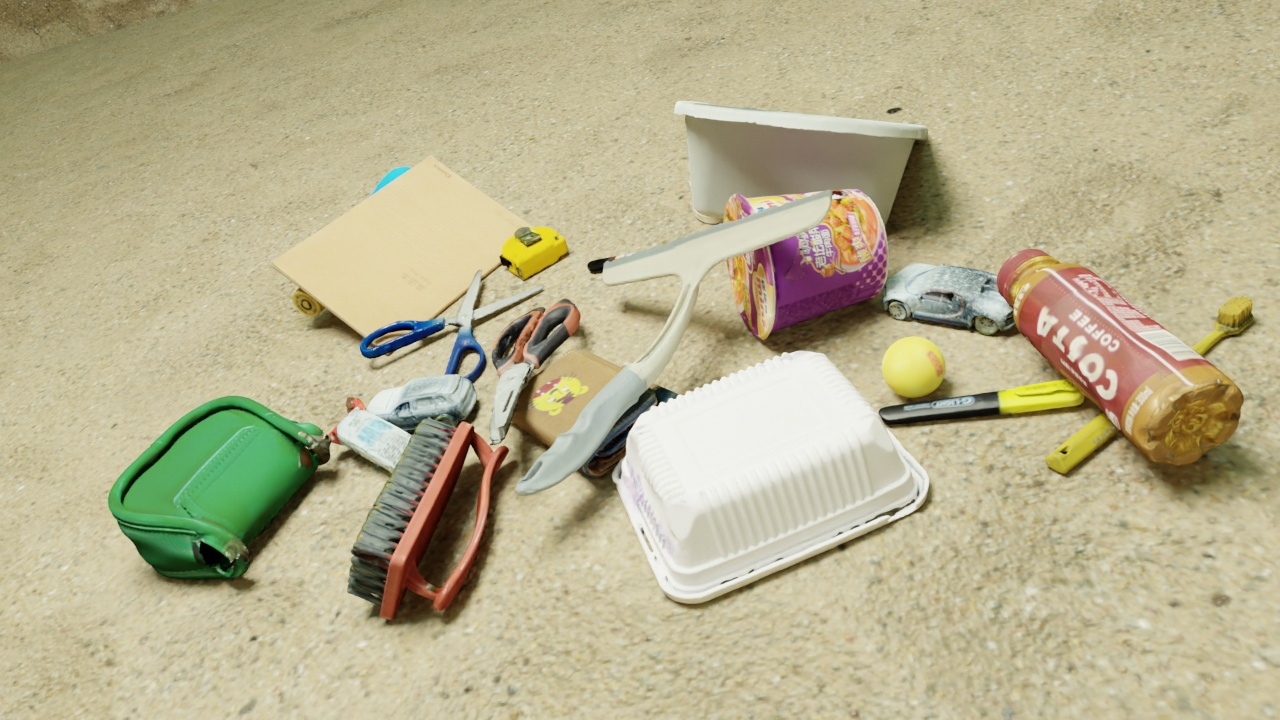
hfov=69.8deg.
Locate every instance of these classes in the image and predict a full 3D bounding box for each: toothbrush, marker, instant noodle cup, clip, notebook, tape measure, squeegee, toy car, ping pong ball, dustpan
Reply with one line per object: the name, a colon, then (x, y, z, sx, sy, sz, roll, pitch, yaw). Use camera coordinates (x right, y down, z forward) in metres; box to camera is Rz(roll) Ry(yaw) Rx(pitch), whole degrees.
toothbrush: (0.315, 0.012, 0.561, 0.189, 0.017, 0.016, -32, 37, -19)
marker: (0.215, 0.027, 0.583, 0.124, 0.015, 0.018, -8, 34, 15)
instant noodle cup: (0.071, 0.058, 0.565, 0.173, 0.060, 0.138, -23, 36, -5)
clip: (0.087, -0.143, 0.847, 0.076, 0.035, 0.101, -33, 44, -23)
notebook: (-0.222, -0.109, 0.892, 0.149, 0.012, 0.210, 35, 55, 14)
instant noodle cup: (0.125, -0.080, 0.691, 0.099, 0.112, 0.111, -13, 36, -7)
tape measure: (-0.105, -0.108, 0.882, 0.060, 0.029, 0.057, -32, 38, -20)
squeegee: (-0.004, 0.004, 0.625, 0.247, 0.039, 0.245, -10, 38, 51)
marker: (0.010, -0.093, 0.827, 0.124, 0.015, 0.018, -6, 36, 19)
toy car: (-0.173, 0.034, 0.720, 0.091, 0.034, 0.042, -8, 40, 16)
toy car: (0.226, -0.049, 0.666, 0.106, 0.031, 0.048, 13, 45, 36)
ping pong ball: (0.180, 0.004, 0.605, 0.040, 0.040, 0.040, -11, 36, 8)
dustpan: (0.141, -0.210, 0.791, 0.223, 0.143, 0.257, 9, 46, 11)

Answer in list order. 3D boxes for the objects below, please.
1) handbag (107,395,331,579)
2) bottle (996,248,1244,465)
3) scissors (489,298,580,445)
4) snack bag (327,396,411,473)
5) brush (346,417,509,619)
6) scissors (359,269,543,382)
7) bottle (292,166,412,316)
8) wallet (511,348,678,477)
handbag: (-0.301, 0.091, 0.666, 0.120, 0.068, 0.131, 3, 41, 24)
bottle: (0.274, -0.012, 0.548, 0.057, 0.057, 0.174, -17, 35, 0)
scissors: (-0.079, 0.002, 0.691, 0.176, 0.015, 0.210, -36, 24, -20)
snack bag: (-0.194, 0.061, 0.687, 0.105, 0.026, 0.045, 23, 64, 26)
brush: (-0.133, 0.096, 0.603, 0.069, 0.063, 0.145, 19, 39, -3)
scissors: (-0.163, -0.029, 0.808, 0.175, 0.012, 0.162, -17, 39, -10)
bottle: (-0.283, -0.121, 0.941, 0.065, 0.065, 0.218, 1, 40, 23)
wallet: (-0.038, 0.033, 0.668, 0.090, 0.033, 0.115, -37, 37, -23)
